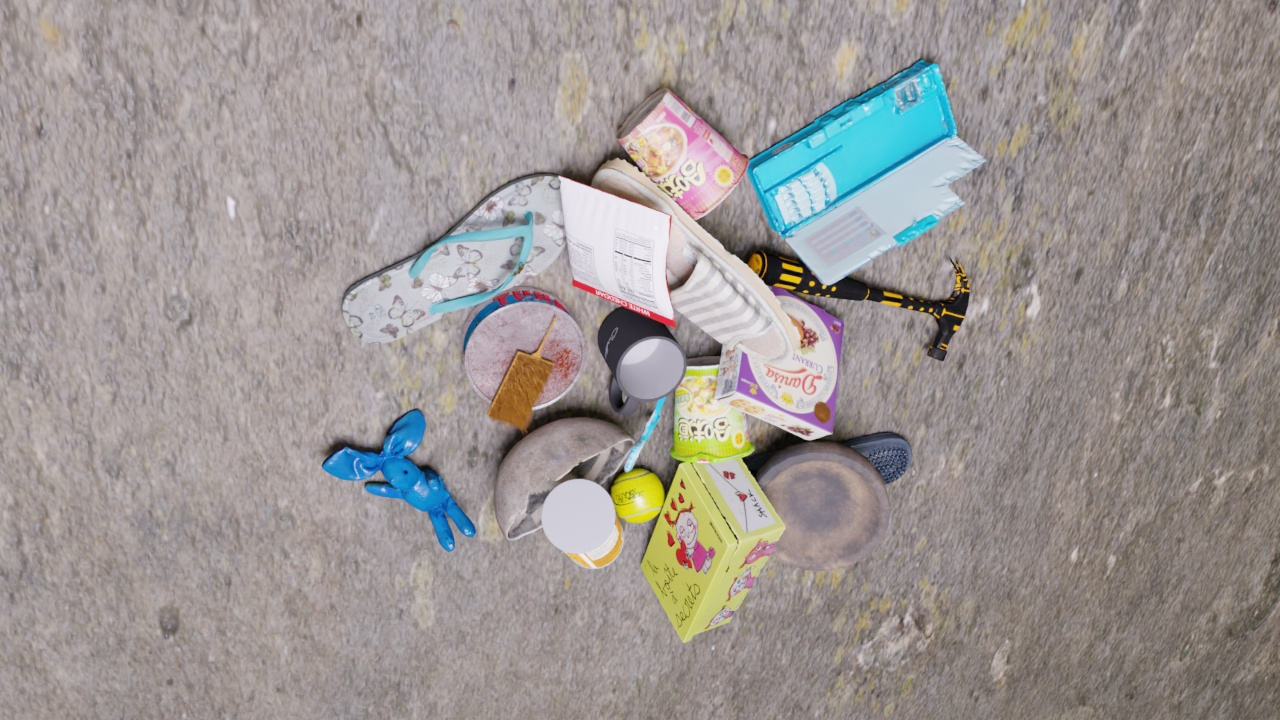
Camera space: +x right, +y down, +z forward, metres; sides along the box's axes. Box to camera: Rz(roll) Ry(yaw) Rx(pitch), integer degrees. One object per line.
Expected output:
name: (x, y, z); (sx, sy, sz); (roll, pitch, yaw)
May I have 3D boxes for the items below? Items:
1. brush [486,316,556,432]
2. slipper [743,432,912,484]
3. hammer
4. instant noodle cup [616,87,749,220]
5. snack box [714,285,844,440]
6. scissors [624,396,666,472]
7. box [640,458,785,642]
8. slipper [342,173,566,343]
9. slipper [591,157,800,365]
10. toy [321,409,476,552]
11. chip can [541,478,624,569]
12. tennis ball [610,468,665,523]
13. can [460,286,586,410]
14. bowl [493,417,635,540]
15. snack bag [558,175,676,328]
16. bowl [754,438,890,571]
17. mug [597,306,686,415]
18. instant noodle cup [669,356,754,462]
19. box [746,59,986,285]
brush: (-0.117, 0.015, 0.969); (0.048, 0.017, 0.126); (20, 109, -25)
slipper: (0.240, 0.163, 1.177); (0.263, 0.082, 0.101); (-11, 121, -12)
hammer: (0.260, -0.082, 1.066); (0.320, 0.036, 0.123); (10, 102, -28)
instant noodle cup: (0.037, -0.209, 0.917); (0.098, 0.097, 0.108); (-44, 112, 7)
snack box: (0.160, -0.002, 1.039); (0.143, 0.041, 0.147); (23, 65, -27)
scissors: (0.011, 0.073, 1.036); (0.011, 0.133, 0.140); (25, 106, 8)
box: (0.078, 0.225, 1.093); (0.082, 0.124, 0.222); (-10, 142, -28)
slipper: (-0.175, -0.090, 0.931); (0.269, 0.054, 0.098); (-32, 125, 2)
slipper: (0.049, -0.092, 0.930); (0.272, 0.115, 0.054); (45, 70, -3)
toy: (-0.249, 0.132, 1.016); (0.113, 0.071, 0.176); (-40, 111, 3)
chip can: (-0.060, 0.187, 1.024); (0.075, 0.075, 0.215); (-23, 164, -5)
tennis ball: (-0.004, 0.163, 1.108); (0.065, 0.065, 0.065); (-7, 118, -14)
can: (-0.127, -0.012, 0.990); (0.130, 0.044, 0.130); (-7, 118, -14)
bowl: (-0.098, 0.116, 1.027); (0.178, 0.081, 0.179); (-34, 164, -11)
snack bag: (-0.023, -0.105, 0.916); (0.039, 0.131, 0.144); (-49, 151, -34)
bowl: (0.210, 0.163, 1.089); (0.162, 0.070, 0.162); (3, 113, 8)
mug: (-0.006, 0.006, 1.012); (0.078, 0.088, 0.114); (13, 112, -23)
instant noodle cup: (0.079, 0.053, 1.057); (0.098, 0.099, 0.108); (-7, 99, -14)
box: (0.248, -0.198, 0.991); (0.227, 0.086, 0.169); (-31, 87, 0)
